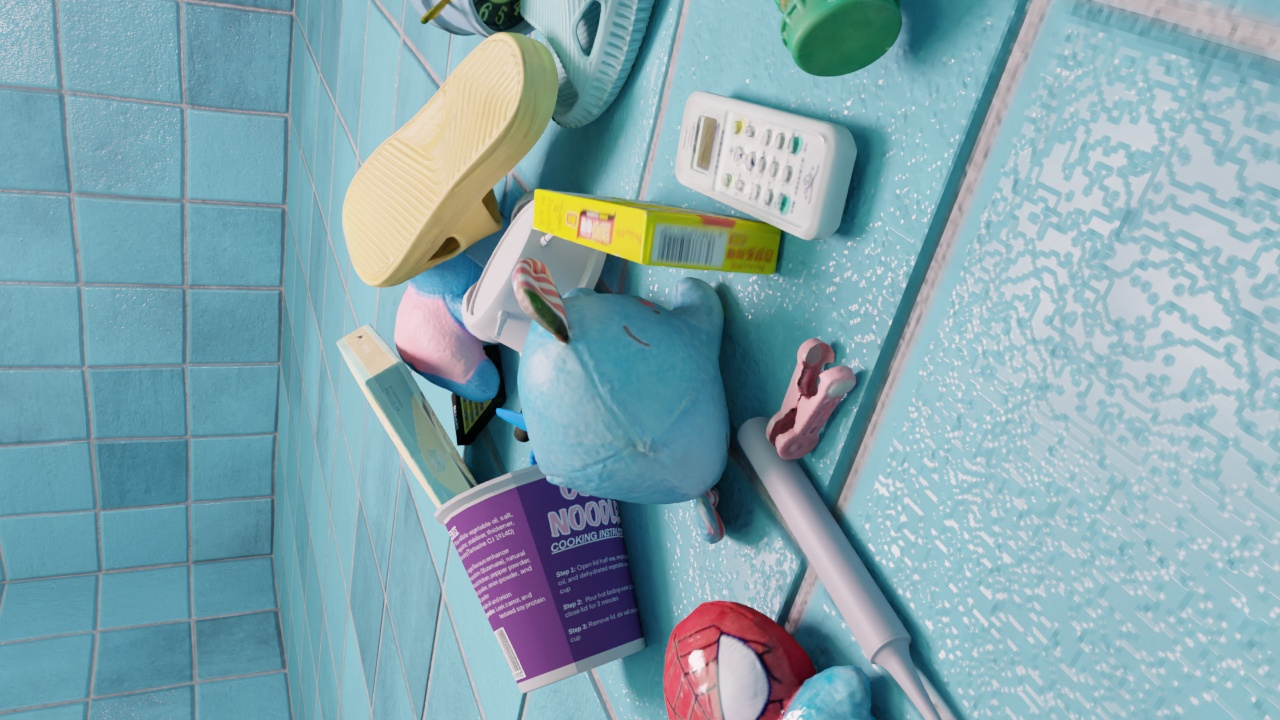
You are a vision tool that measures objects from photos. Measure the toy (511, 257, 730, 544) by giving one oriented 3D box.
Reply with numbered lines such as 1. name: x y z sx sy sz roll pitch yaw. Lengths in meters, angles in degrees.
1. toy: -0.003 0.003 0.494 0.115 0.183 0.180 -35 22 12

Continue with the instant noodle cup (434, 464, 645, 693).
1. instant noodle cup: -0.055 0.141 0.595 0.137 0.122 0.121 84 166 -74

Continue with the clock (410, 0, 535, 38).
1. clock: -0.097 -0.293 0.624 0.060 0.118 0.162 30 106 25

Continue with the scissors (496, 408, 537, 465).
1. scissors: -0.068 0.053 0.674 0.127 0.013 0.125 11 122 41

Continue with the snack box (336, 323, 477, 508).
1. snack box: -0.208 0.069 0.855 0.141 0.044 0.194 31 150 59

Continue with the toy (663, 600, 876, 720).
1. toy: 0.059 0.163 0.409 0.133 0.062 0.092 18 115 50

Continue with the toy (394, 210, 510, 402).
1. toy: -0.174 -0.071 0.814 0.224 0.098 0.192 30 118 49

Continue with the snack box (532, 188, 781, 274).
1. snack box: 0.002 -0.071 0.492 0.152 0.075 0.025 28 114 60

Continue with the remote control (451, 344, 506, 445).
1. remote control: -0.158 0.036 0.887 0.134 0.013 0.058 -45 52 56

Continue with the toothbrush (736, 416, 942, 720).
1. toothbrush: 0.088 0.095 0.389 0.187 0.018 0.019 -119 35 -43

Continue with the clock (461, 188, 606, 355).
1. clock: -0.074 -0.058 0.638 0.120 0.061 0.159 -60 20 5

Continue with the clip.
1. clip: 0.073 0.014 0.414 0.060 0.023 0.045 128 138 -50

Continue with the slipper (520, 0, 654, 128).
1. slipper: -0.027 -0.257 0.556 0.277 0.069 0.116 -59 44 46

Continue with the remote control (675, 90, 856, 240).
1. remote control: 0.057 -0.096 0.440 0.133 0.022 0.050 41 128 56

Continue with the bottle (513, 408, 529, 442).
1. bottle: -0.075 0.022 0.699 0.123 0.033 0.033 -62 38 45

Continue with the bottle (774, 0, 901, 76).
1. bottle: 0.058 -0.215 0.383 0.068 0.068 0.209 -45 51 55

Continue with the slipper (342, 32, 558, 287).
1. slipper: -0.134 -0.134 0.676 0.264 0.078 0.099 -34 63 40
